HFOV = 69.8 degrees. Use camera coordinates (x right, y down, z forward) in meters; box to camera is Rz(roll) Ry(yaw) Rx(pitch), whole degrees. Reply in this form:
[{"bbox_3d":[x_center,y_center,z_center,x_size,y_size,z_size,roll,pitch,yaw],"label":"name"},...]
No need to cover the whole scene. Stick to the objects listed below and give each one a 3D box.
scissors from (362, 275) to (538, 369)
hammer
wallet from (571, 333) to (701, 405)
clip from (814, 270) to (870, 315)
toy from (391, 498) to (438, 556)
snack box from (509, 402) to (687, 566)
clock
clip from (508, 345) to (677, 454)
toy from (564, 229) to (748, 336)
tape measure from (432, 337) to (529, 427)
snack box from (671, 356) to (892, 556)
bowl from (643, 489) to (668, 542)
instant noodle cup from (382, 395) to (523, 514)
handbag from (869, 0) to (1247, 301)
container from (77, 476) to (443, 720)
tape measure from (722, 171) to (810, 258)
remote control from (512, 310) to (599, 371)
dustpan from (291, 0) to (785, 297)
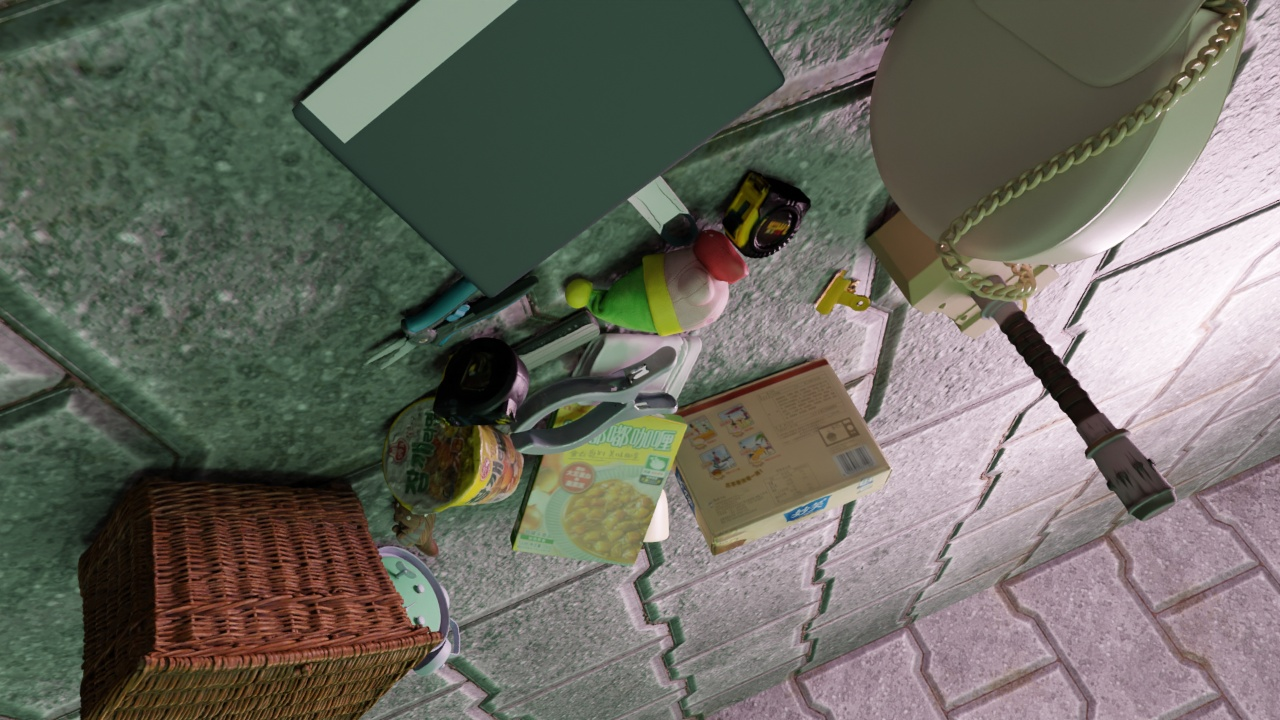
[{"bbox_3d":[-0.143,-0.037,0.698,0.122,0.019,0.150,-8,151,-35],"label":"scissors"},{"bbox_3d":[0.355,-0.005,0.817,0.101,0.324,0.190,-42,146,26],"label":"hammer"},{"bbox_3d":[-0.005,0.005,0.860,0.116,0.032,0.086,6,129,-36],"label":"wallet"},{"bbox_3d":[0.205,-0.063,0.909,0.046,0.035,0.053,-1,141,-24],"label":"clip"},{"bbox_3d":[-0.226,0.165,0.931,0.054,0.041,0.102,-29,150,-43],"label":"toy"},{"bbox_3d":[-0.042,0.121,0.905,0.132,0.027,0.168,13,108,-20],"label":"snack box"},{"bbox_3d":[-0.251,0.273,0.984,0.075,0.121,0.161,-35,130,17],"label":"clock"},{"bbox_3d":[-0.040,0.029,0.817,0.163,0.028,0.108,-16,139,-17],"label":"clip"},{"bbox_3d":[0.016,-0.061,0.749,0.131,0.097,0.124,-38,-172,7],"label":"toy"},{"bbox_3d":[-0.128,0.019,0.746,0.071,0.072,0.042,-3,152,18],"label":"tape measure"},{"bbox_3d":[0.139,0.100,0.989,0.207,0.153,0.055,-20,150,-10],"label":"snack box"},{"bbox_3d":[-0.021,0.147,1.011,0.117,0.118,0.074,8,94,-44],"label":"bowl"},{"bbox_3d":[-0.159,0.090,0.819,0.102,0.102,0.108,-33,158,12],"label":"instant noodle cup"},{"bbox_3d":[0.247,-0.171,0.592,0.103,0.210,0.209,-2,135,-34],"label":"handbag"},{"bbox_3d":[-0.332,0.203,0.765,0.249,0.183,0.163,12,132,-48],"label":"container"},{"bbox_3d":[0.099,-0.116,0.742,0.067,0.038,0.063,2,132,-44],"label":"tape measure"},{"bbox_3d":[-0.098,-0.003,0.790,0.136,0.013,0.033,-26,149,4],"label":"remote control"},{"bbox_3d":[-0.033,-0.148,0.592,0.237,0.080,0.273,-34,128,14],"label":"dustpan"}]
